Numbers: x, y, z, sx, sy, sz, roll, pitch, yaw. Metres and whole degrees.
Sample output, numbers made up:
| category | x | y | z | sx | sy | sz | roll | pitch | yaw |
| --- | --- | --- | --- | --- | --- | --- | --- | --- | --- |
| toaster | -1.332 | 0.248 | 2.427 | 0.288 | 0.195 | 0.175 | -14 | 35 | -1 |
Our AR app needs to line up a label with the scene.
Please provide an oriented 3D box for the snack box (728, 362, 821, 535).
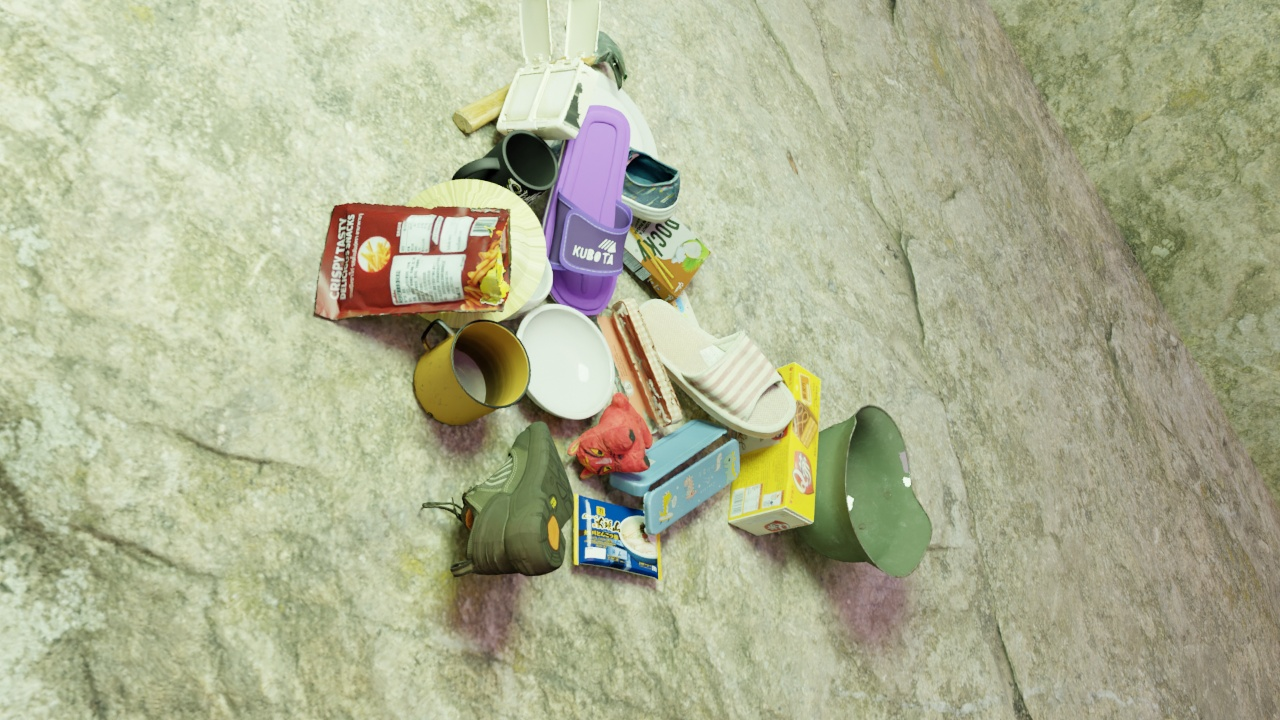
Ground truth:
| category | x | y | z | sx | sy | sz | roll | pitch | yaw |
| --- | --- | --- | --- | --- | --- | --- | --- | --- | --- |
| snack box | 0.194 | 0.126 | 1.310 | 0.061 | 0.110 | 0.229 | 30 | 54 | -30 |

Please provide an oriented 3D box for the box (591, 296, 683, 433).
| category | x | y | z | sx | sy | sz | roll | pitch | yaw |
| --- | --- | --- | --- | --- | --- | --- | --- | --- | --- |
| box | -0.005 | 0.007 | 1.227 | 0.070 | 0.056 | 0.187 | -21 | 84 | -13 |

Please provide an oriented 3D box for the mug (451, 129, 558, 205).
| category | x | y | z | sx | sy | sz | roll | pitch | yaw |
| --- | --- | --- | --- | --- | --- | --- | --- | --- | --- |
| mug | -0.177 | -0.229 | 1.144 | 0.117 | 0.098 | 0.082 | -8 | 77 | -43 |

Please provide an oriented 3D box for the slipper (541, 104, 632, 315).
| category | x | y | z | sx | sy | sz | roll | pitch | yaw |
| --- | --- | --- | --- | --- | --- | --- | --- | --- | --- |
| slipper | -0.058 | -0.186 | 1.157 | 0.107 | 0.084 | 0.266 | 5 | 99 | -26 |

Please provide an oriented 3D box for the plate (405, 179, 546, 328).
| category | x | y | z | sx | sy | sz | roll | pitch | yaw |
| --- | --- | --- | --- | --- | --- | --- | --- | --- | --- |
| plate | -0.201 | -0.131 | 1.052 | 0.184 | 0.036 | 0.184 | 1 | 75 | -5 |

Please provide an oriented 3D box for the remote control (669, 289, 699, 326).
| category | x | y | z | sx | sy | sz | roll | pitch | yaw |
| --- | --- | --- | --- | --- | --- | --- | --- | --- | --- |
| remote control | 0.063 | -0.062 | 1.342 | 0.038 | 0.018 | 0.125 | -22 | 89 | -45 |

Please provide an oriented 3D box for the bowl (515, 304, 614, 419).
| category | x | y | z | sx | sy | sz | roll | pitch | yaw |
| --- | --- | --- | --- | --- | --- | --- | --- | --- | --- |
| bowl | -0.103 | 0.006 | 1.145 | 0.149 | 0.043 | 0.149 | 18 | 60 | -36 |

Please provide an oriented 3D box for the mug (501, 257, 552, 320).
| category | x | y | z | sx | sy | sz | roll | pitch | yaw |
| --- | --- | --- | --- | --- | --- | --- | --- | --- | --- |
| mug | -0.169 | -0.108 | 1.120 | 0.115 | 0.068 | 0.094 | 50 | 47 | -13 |

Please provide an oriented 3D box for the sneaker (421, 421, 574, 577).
| category | x | y | z | sx | sy | sz | roll | pitch | yaw |
| --- | --- | --- | --- | --- | --- | --- | --- | --- | --- |
| sneaker | -0.153 | 0.165 | 1.006 | 0.237 | 0.143 | 0.101 | -91 | 162 | -65 |

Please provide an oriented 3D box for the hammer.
| category | x | y | z | sx | sy | sz | roll | pitch | yaw |
| --- | --- | --- | --- | --- | --- | --- | --- | --- | --- |
| hammer | -0.138 | -0.393 | 1.289 | 0.132 | 0.033 | 0.329 | 44 | 50 | 2 |

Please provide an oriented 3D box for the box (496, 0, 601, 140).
| category | x | y | z | sx | sy | sz | roll | pitch | yaw |
| --- | --- | --- | --- | --- | --- | --- | --- | --- | --- |
| box | -0.115 | -0.369 | 1.159 | 0.057 | 0.145 | 0.187 | 11 | 89 | -44 |

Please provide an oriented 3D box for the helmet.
| category | x | y | z | sx | sy | sz | roll | pitch | yaw |
| --- | --- | --- | --- | --- | --- | --- | --- | --- | --- |
| helmet | 0.305 | 0.190 | 1.349 | 0.227 | 0.154 | 0.267 | 49 | 48 | -23 |

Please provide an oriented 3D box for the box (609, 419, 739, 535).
| category | x | y | z | sx | sy | sz | roll | pitch | yaw |
| --- | --- | --- | --- | --- | --- | --- | --- | --- | --- |
| box | 0.047 | 0.149 | 1.210 | 0.208 | 0.073 | 0.086 | -25 | 113 | -47 |

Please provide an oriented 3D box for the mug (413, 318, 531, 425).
| category | x | y | z | sx | sy | sz | roll | pitch | yaw |
| --- | --- | --- | --- | --- | --- | --- | --- | --- | --- |
| mug | -0.198 | 0.008 | 1.023 | 0.124 | 0.094 | 0.100 | 49 | 47 | -16 |

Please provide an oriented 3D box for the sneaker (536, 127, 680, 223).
| category | x | y | z | sx | sy | sz | roll | pitch | yaw |
| --- | --- | --- | --- | --- | --- | --- | --- | --- | --- |
| sneaker | -0.052 | -0.268 | 1.237 | 0.235 | 0.079 | 0.087 | 27 | 60 | -1 |

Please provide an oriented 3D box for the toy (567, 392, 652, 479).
| category | x | y | z | sx | sy | sz | roll | pitch | yaw |
| --- | --- | --- | --- | --- | --- | --- | --- | --- | --- |
| toy | -0.040 | 0.092 | 1.154 | 0.088 | 0.094 | 0.132 | 62 | 16 | -18 |

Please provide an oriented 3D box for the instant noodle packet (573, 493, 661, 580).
| category | x | y | z | sx | sy | sz | roll | pitch | yaw |
| --- | --- | --- | --- | --- | --- | --- | --- | --- | --- |
| instant noodle packet | -0.027 | 0.219 | 1.131 | 0.134 | 0.026 | 0.087 | 20 | 55 | -34 |

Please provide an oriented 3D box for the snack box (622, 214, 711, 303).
| category | x | y | z | sx | sy | sz | roll | pitch | yaw |
| --- | --- | --- | --- | --- | --- | --- | --- | --- | --- |
| snack box | 0.004 | -0.180 | 1.306 | 0.186 | 0.032 | 0.100 | 43 | 60 | -12 |

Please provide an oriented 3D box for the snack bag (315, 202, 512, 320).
| category | x | y | z | sx | sy | sz | roll | pitch | yaw |
| --- | --- | --- | --- | --- | --- | --- | --- | --- | --- |
| snack bag | -0.246 | -0.111 | 0.995 | 0.208 | 0.067 | 0.138 | 1 | 75 | 2 |

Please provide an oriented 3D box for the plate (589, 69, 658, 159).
| category | x | y | z | sx | sy | sz | roll | pitch | yaw |
| --- | --- | --- | --- | --- | --- | --- | --- | --- | --- |
| plate | -0.062 | -0.335 | 1.352 | 0.242 | 0.016 | 0.242 | 18 | 60 | -35 |

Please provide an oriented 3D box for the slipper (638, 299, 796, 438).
| category | x | y | z | sx | sy | sz | roll | pitch | yaw |
| --- | --- | --- | --- | --- | --- | --- | --- | --- | --- |
| slipper | 0.101 | 0.003 | 1.258 | 0.263 | 0.052 | 0.114 | 37 | 62 | 6 |
